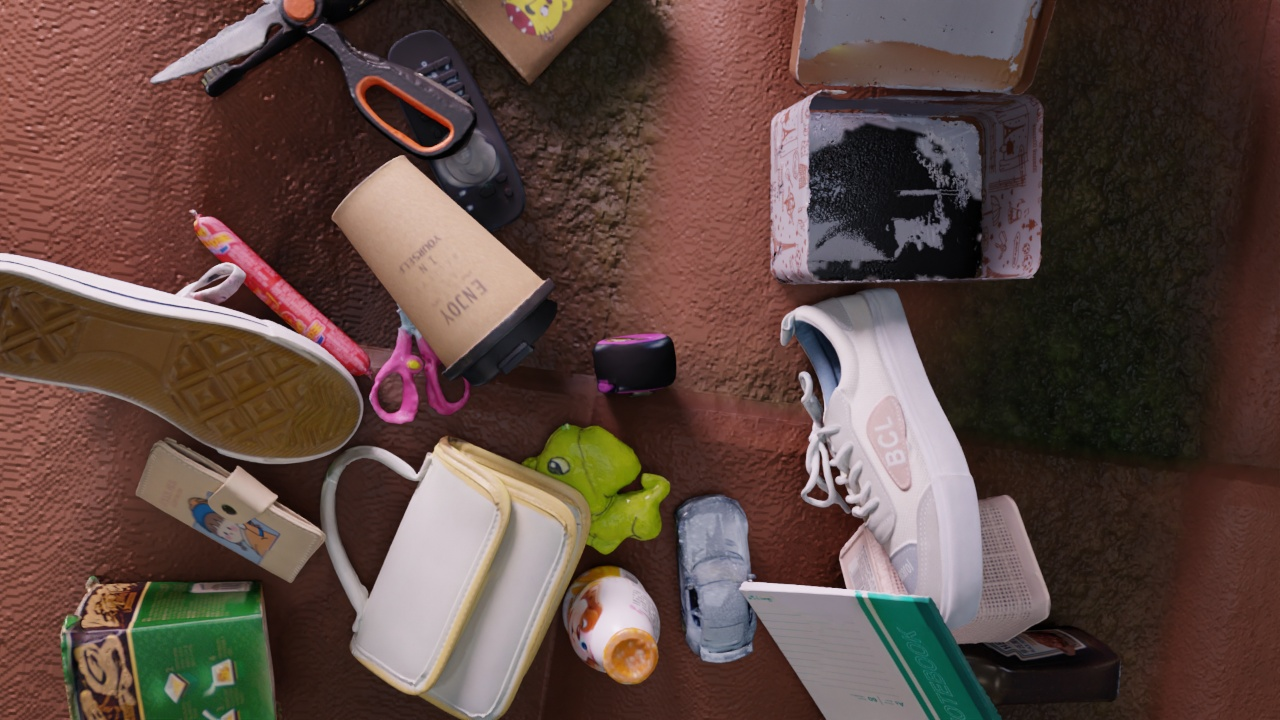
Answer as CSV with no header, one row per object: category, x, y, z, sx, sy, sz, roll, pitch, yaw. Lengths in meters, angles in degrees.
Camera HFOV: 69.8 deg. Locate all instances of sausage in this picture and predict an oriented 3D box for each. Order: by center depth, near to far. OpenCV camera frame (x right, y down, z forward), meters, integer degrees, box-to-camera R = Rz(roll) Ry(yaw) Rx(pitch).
sausage,-0.234,-0.041,0.601,0.156,0.020,0.020,44,85,-11

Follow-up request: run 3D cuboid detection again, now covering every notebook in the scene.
notebook,0.174,0.232,0.632,0.012,0.151,0.209,-48,114,-36

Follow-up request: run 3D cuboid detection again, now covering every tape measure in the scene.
tape measure,-0.004,0.004,0.632,0.057,0.058,0.039,-7,97,-13

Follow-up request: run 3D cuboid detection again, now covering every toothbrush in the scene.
toothbrush,-0.191,-0.235,0.590,0.212,0.026,0.027,-37,66,-5

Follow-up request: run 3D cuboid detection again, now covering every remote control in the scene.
remote control,-0.122,-0.151,0.611,0.053,0.024,0.136,-27,99,-7

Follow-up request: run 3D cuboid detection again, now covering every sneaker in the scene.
sneaker,-0.288,-0.009,0.561,0.240,0.088,0.118,22,103,-34
sneaker,0.153,0.060,0.614,0.090,0.090,0.241,-8,62,-4

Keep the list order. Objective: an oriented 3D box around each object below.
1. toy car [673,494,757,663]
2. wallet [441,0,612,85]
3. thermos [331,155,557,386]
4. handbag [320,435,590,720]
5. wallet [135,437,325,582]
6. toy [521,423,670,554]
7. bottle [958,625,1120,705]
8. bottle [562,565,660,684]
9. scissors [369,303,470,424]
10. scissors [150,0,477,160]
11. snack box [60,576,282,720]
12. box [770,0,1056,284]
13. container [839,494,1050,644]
toy car,0.055,0.158,0.669,0.054,0.037,0.120,-6,93,-10
wallet,-0.067,-0.255,0.610,0.115,0.033,0.090,-45,102,-1
thermos,-0.123,-0.056,0.585,0.093,0.093,0.143,-43,99,-5
handbag,-0.139,0.135,0.610,0.179,0.063,0.163,24,95,2
wallet,-0.258,0.095,0.582,0.115,0.088,0.024,35,48,-11
toy,-0.029,0.087,0.647,0.096,0.031,0.100,-17,100,-3
bottle,0.254,0.230,0.692,0.195,0.080,0.044,1,95,-9
bottle,-0.017,0.180,0.618,0.063,0.108,0.063,-1,94,-12
scissors,-0.147,-0.026,0.623,0.073,0.017,0.137,0,89,-22
scissors,-0.188,-0.216,0.571,0.234,0.022,0.221,-40,99,-2
snack box,-0.285,0.191,0.573,0.105,0.118,0.117,-8,97,-23
box,0.189,-0.182,0.626,0.179,0.110,0.259,-2,96,-11
container,0.212,0.156,0.662,0.111,0.090,0.090,-4,60,-8
